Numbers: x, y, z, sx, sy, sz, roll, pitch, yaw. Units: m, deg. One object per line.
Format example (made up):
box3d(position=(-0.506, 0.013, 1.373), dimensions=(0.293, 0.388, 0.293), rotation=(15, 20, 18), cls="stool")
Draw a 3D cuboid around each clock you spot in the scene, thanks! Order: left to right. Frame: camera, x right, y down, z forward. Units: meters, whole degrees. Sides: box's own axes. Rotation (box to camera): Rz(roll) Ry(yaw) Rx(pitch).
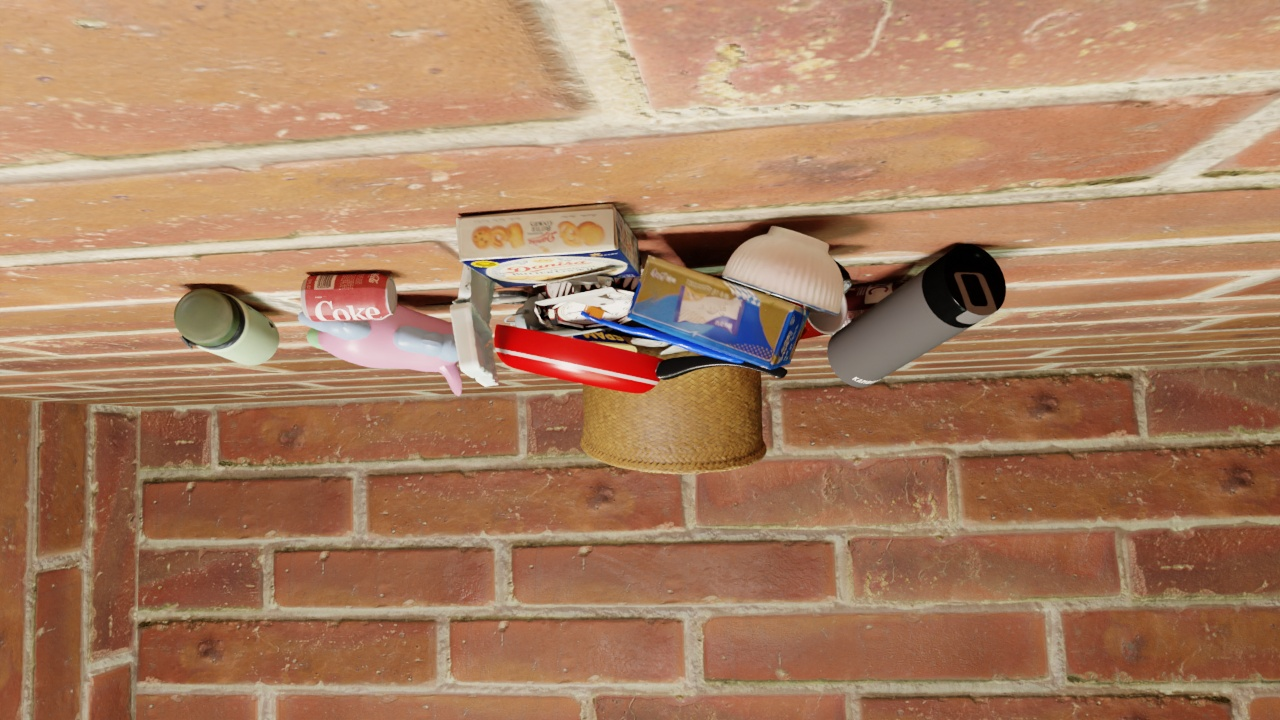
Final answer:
box3d(position=(-0.098, -0.062, 1.197), dimensions=(0.159, 0.045, 0.123), rotation=(-7, 173, -20), cls="clock")
box3d(position=(-0.057, -0.076, 1.017), dimensions=(0.114, 0.065, 0.155), rotation=(0, 159, -23), cls="clock")

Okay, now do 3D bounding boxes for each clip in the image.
box3d(position=(-0.050, -0.061, 0.888), dimensions=(0.102, 0.050, 0.058), rotation=(-6, 163, 39), cls="clip")

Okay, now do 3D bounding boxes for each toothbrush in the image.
box3d(position=(0.025, -0.027, 0.972), dimensions=(0.182, 0.018, 0.016), rotation=(16, -166, -8), cls="toothbrush")

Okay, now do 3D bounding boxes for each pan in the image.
box3d(position=(-0.007, 0.006, 1.076), dimensions=(0.357, 0.067, 0.208), rotation=(11, 179, 23), cls="pan")

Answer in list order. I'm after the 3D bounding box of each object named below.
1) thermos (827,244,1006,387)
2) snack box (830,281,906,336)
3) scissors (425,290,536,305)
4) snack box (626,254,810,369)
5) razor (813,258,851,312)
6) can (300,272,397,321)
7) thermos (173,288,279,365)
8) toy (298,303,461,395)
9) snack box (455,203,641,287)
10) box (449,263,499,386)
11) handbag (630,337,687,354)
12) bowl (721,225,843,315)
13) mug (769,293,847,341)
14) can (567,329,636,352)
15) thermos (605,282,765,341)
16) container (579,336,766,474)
box3d(position=(0.319, -0.046, 1.087), dimensions=(0.082, 0.082, 0.241), rotation=(0, 159, -21), cls="thermos")
box3d(position=(0.314, -0.068, 1.222), dimensions=(0.122, 0.072, 0.072), rotation=(-4, 174, 34), cls="snack box")
box3d(position=(-0.219, -0.082, 1.208), dimensions=(0.171, 0.012, 0.121), rotation=(1, 174, -6), cls="scissors")
box3d(position=(0.090, -0.049, 0.976), dimensions=(0.155, 0.069, 0.202), rotation=(20, -174, 13), cls="snack box")
box3d(position=(0.177, -0.086, 1.033), dimensions=(0.053, 0.067, 0.151), rotation=(-14, -174, -20), cls="razor")
box3d(position=(-0.330, -0.072, 1.044), dimensions=(0.096, 0.054, 0.054), rotation=(-2, 175, 0), cls="can")
box3d(position=(-0.530, -0.039, 1.176), dimensions=(0.082, 0.082, 0.232), rotation=(-1, 175, -10), cls="thermos")
box3d(position=(-0.325, -0.032, 1.198), dimensions=(0.171, 0.120, 0.222), rotation=(10, 177, 27), cls="toy")
box3d(position=(-0.081, -0.104, 0.858), dimensions=(0.144, 0.042, 0.145), rotation=(-3, 175, 8), cls="snack box")
box3d(position=(-0.169, -0.045, 0.955), dimensions=(0.041, 0.134, 0.197), rotation=(-5, 175, -5), cls="box")
box3d(position=(0.069, -0.051, 1.303), dimensions=(0.138, 0.072, 0.195), rotation=(-1, 175, -18), cls="handbag")
box3d(position=(0.143, -0.090, 0.879), dimensions=(0.118, 0.062, 0.118), rotation=(18, -173, -3), cls="bowl")
box3d(position=(0.205, -0.053, 1.189), dimensions=(0.073, 0.105, 0.083), rotation=(45, 155, -18), cls="mug")
box3d(position=(-0.078, -0.027, 1.365), dimensions=(0.116, 0.057, 0.092), rotation=(4, -147, -46), cls="can")
box3d(position=(0.067, -0.058, 1.146), dimensions=(0.220, 0.098, 0.098), rotation=(5, 173, -20), cls="thermos")
box3d(position=(0.055, 0.056, 1.516), dimensions=(0.307, 0.197, 0.306), rotation=(-1, -167, 0), cls="container")
